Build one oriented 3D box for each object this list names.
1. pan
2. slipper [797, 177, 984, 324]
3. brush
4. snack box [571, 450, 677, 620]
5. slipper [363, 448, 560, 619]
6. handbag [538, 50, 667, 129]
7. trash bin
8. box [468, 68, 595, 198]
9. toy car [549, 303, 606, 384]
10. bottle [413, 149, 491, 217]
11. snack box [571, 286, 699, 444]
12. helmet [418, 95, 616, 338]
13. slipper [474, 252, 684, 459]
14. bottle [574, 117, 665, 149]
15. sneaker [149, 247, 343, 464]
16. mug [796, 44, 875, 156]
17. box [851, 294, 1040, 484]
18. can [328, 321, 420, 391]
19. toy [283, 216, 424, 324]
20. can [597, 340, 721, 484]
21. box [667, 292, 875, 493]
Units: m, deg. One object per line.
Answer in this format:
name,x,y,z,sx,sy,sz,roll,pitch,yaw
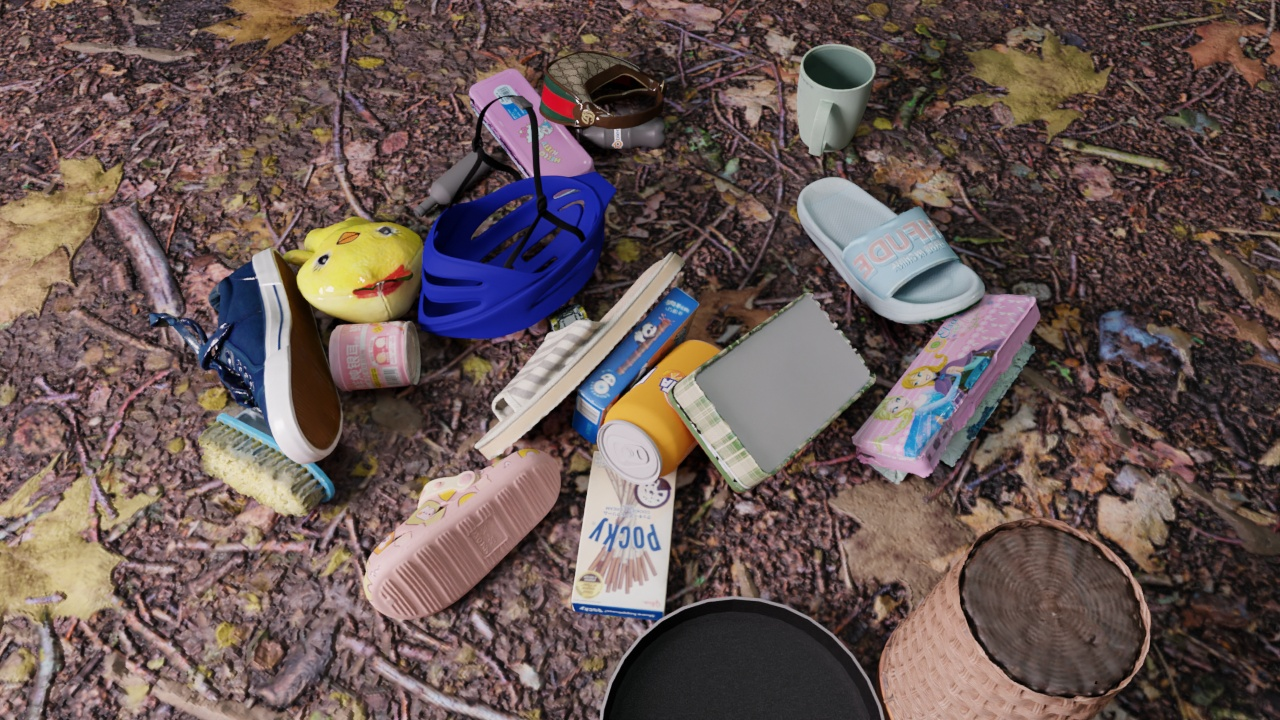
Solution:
pan,0.126,0.339,0.699,0.356,0.034,0.224,39,66,24
slipper,0.253,-0.127,0.970,0.104,0.074,0.245,-29,52,-12
brush,-0.341,0.094,0.868,0.136,0.055,0.075,23,38,16
snack box,-0.012,0.156,0.830,0.082,0.026,0.149,4,56,3
slipper,-0.162,0.144,0.816,0.197,0.093,0.081,-36,42,-22
handbag,-0.039,-0.321,1.106,0.138,0.063,0.166,26,37,15
trash bin,0.267,0.220,0.668,0.151,0.210,0.151,-1,57,1
box,-0.132,-0.274,1.115,0.076,0.036,0.214,-30,61,-13
toy car,-0.062,-0.015,0.943,0.038,0.027,0.089,-21,75,-10
bottle,-0.221,-0.205,1.073,0.030,0.030,0.112,33,63,21
snack box,-0.005,0.005,0.891,0.034,0.087,0.151,38,64,10
helmet,-0.136,-0.139,0.910,0.241,0.228,0.148,-34,53,-15
slipper,-0.059,-0.014,0.875,0.272,0.115,0.054,-45,100,-16
bottle,-0.024,-0.274,1.109,0.110,0.036,0.036,-2,56,1
sneaker,-0.378,0.004,0.886,0.127,0.121,0.294,-30,46,-6
mug,0.219,-0.292,1.073,0.084,0.104,0.111,17,58,12
box,0.306,0.032,0.895,0.229,0.077,0.085,-46,29,-24
can,-0.265,-0.005,0.920,0.076,0.067,0.067,-4,56,-2
toy,-0.298,-0.102,0.970,0.133,0.092,0.207,-25,45,-19
can,0.028,0.046,0.849,0.079,0.079,0.142,29,45,19
box,0.124,0.024,0.842,0.117,0.050,0.204,51,48,4
